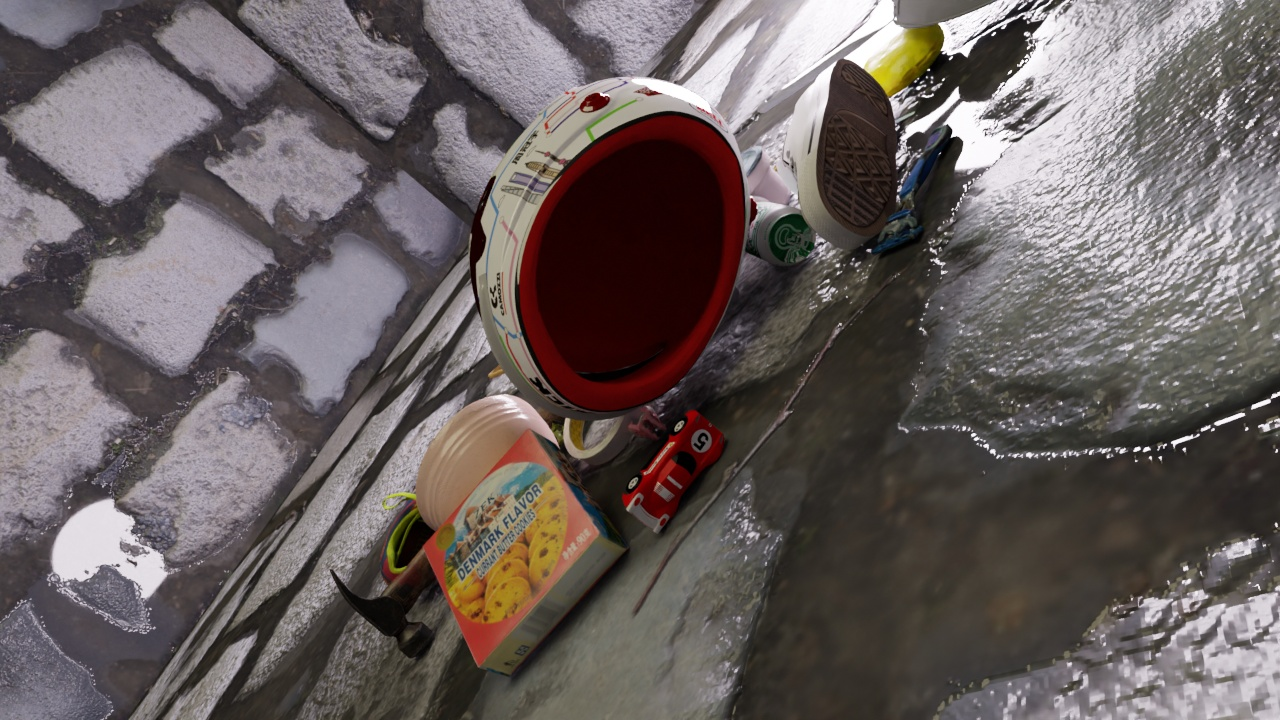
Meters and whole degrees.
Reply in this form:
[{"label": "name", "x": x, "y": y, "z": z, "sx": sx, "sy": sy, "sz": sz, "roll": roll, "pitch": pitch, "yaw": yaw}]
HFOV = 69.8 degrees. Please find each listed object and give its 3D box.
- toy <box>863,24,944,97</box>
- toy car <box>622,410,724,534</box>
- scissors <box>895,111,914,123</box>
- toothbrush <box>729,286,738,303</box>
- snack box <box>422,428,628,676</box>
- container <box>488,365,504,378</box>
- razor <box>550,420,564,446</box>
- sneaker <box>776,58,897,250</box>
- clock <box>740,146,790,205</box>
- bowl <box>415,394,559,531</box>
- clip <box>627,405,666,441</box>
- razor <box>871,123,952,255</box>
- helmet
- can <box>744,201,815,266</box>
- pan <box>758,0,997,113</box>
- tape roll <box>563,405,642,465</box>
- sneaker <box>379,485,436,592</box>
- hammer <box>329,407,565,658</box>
[{"label": "toy", "x": 0.258, "y": -0.298, "z": 0.911, "sx": 0.096, "sy": 0.041, "sz": 0.094, "roll": -35, "pitch": 26, "yaw": 37}, {"label": "toy car", "x": 0.026, "y": 0.082, "z": 0.685, "sx": 0.089, "sy": 0.038, "sz": 0.025, "roll": -51, "pitch": 20, "yaw": -4}, {"label": "scissors", "x": 0.209, "y": -0.208, "z": 0.895, "sx": 0.119, "sy": 0.014, "sz": 0.129, "roll": -43, "pitch": 23, "yaw": 10}, {"label": "toothbrush", "x": 0.041, "y": -0.051, "z": 0.959, "sx": 0.019, "sy": 0.018, "sz": 0.188, "roll": -56, "pitch": 18, "yaw": -25}, {"label": "snack box", "x": -0.099, "y": 0.152, "z": 0.749, "sx": 0.142, "sy": 0.040, "sz": 0.145, "roll": -49, "pitch": 44, "yaw": 5}, {"label": "container", "x": -0.102, "y": -0.044, "z": 1.075, "sx": 0.166, "sy": 0.129, "sz": 0.184, "roll": -44, "pitch": 11, "yaw": -25}, {"label": "razor", "x": -0.119, "y": 0.122, "z": 0.961, "sx": 0.044, "sy": 0.021, "sz": 0.144, "roll": 11, "pitch": 59, "yaw": 50}, {"label": "sneaker", "x": 0.158, "y": -0.172, "z": 0.805, "sx": 0.097, "sy": 0.091, "sz": 0.244, "roll": -40, "pitch": 25, "yaw": 39}, {"label": "clock", "x": 0.099, "y": -0.153, "z": 0.964, "sx": 0.117, "sy": 0.059, "sz": 0.157, "roll": -36, "pitch": 22, "yaw": 39}, {"label": "bowl", "x": -0.127, "y": 0.116, "z": 0.862, "sx": 0.076, "sy": 0.153, "sz": 0.153, "roll": 29, "pitch": 76, "yaw": 37}, {"label": "clip", "x": 0.002, "y": 0.060, "z": 0.820, "sx": 0.045, "sy": 0.023, "sz": 0.059, "roll": -48, "pitch": 15, "yaw": 19}, {"label": "razor", "x": 0.216, "y": -0.140, "z": 0.718, "sx": 0.044, "sy": 0.018, "sz": 0.140, "roll": -24, "pitch": 30, "yaw": 55}, {"label": "helmet", "x": -0.036, "y": -0.101, "z": 0.829, "sx": 0.314, "sy": 0.231, "sz": 0.236, "roll": -64, "pitch": 23, "yaw": -10}, {"label": "can", "x": 0.122, "y": -0.117, "z": 0.841, "sx": 0.053, "sy": 0.053, "sz": 0.101, "roll": -48, "pitch": 17, "yaw": 3}, {"label": "pan", "x": 0.262, "y": -0.348, "z": 0.887, "sx": 0.357, "sy": 0.051, "sz": 0.200, "roll": -24, "pitch": 28, "yaw": 24}, {"label": "tape roll", "x": -0.037, "y": 0.054, "z": 0.882, "sx": 0.094, "sy": 0.019, "sz": 0.093, "roll": -32, "pitch": 43, "yaw": 35}, {"label": "sneaker", "x": -0.207, "y": 0.150, "z": 1.034, "sx": 0.091, "sy": 0.116, "sz": 0.241, "roll": 101, "pitch": -165, "yaw": -64}, {"label": "hammer", "x": -0.174, "y": 0.140, "z": 0.967, "sx": 0.329, "sy": 0.120, "sz": 0.033, "roll": -51, "pitch": 11, "yaw": -26}]
